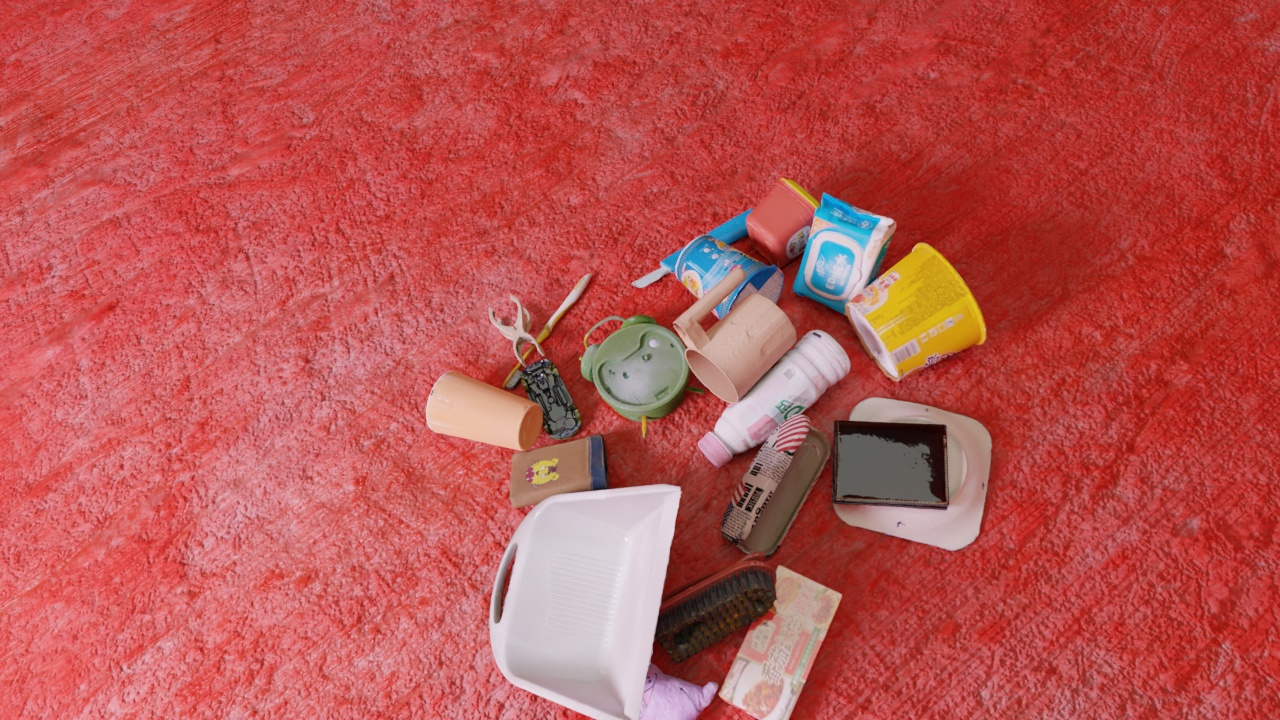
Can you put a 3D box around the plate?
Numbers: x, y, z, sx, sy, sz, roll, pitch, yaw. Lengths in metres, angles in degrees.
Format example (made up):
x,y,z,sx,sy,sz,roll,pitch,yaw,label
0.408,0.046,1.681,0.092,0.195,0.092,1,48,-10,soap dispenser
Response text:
x,y,z,sx,sy,sz,roll,pitch,yaw,label
0.305,0.118,1.025,0.164,0.034,0.163,11,66,15,plate

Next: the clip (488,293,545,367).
x,y,z,sx,sy,sz,roll,pitch,yaw,label
-0.145,-0.046,1.165,0.082,0.035,0.104,-46,54,-9,clip

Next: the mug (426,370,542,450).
x,y,z,sx,sy,sz,roll,pitch,yaw,label
-0.183,0.065,1.097,0.123,0.078,0.078,15,67,20,mug

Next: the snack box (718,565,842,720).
x,y,z,sx,sy,sz,roll,pitch,yaw,label
0.147,0.300,0.963,0.075,0.025,0.152,23,70,18,snack box

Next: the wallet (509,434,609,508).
x,y,z,sx,sy,sz,roll,pitch,yaw,label
-0.095,0.128,1.071,0.115,0.033,0.090,-13,36,4,wallet

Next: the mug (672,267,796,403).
x,y,z,sx,sy,sz,roll,pitch,yaw,label
0.105,-0.030,1.045,0.103,0.124,0.084,-43,27,-15,mug

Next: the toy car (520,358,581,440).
x,y,z,sx,sy,sz,roll,pitch,yaw,label
-0.109,0.049,1.126,0.048,0.032,0.105,-27,74,-4,toy car

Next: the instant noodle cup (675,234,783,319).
x,y,z,sx,sy,sz,roll,pitch,yaw,label
0.105,-0.100,1.138,0.099,0.099,0.110,-42,56,-13,instant noodle cup

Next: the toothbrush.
x,y,z,sx,sy,sz,roll,pitch,yaw,label
-0.116,-0.038,1.180,0.018,0.016,0.191,33,73,10,toothbrush

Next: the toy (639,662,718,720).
x,y,z,sx,sy,sz,roll,pitch,yaw,label
0.017,0.353,0.950,0.108,0.039,0.083,19,77,16,toy

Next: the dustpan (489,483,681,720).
x,y,z,sx,sy,sz,roll,pitch,yaw,label
-0.074,0.235,0.932,0.142,0.258,0.222,14,72,-7,dustpan

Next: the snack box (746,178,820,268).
x,y,z,sx,sy,sz,roll,pitch,yaw,label
0.180,-0.171,1.159,0.080,0.091,0.082,-40,63,-4,snack box

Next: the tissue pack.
x,y,z,sx,sy,sz,roll,pitch,yaw,label
0.243,-0.125,1.104,0.090,0.140,0.063,26,40,19,tissue pack

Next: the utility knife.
x,y,z,sx,sy,sz,roll,pitch,yaw,label
0.073,-0.143,1.200,0.191,0.018,0.034,-29,51,-6,utility knife

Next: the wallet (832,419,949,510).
x,y,z,sx,sy,sz,roll,pitch,yaw,label
0.273,0.113,1.003,0.122,0.020,0.096,2,69,9,wallet

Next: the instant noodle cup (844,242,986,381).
x,y,z,sx,sy,sz,roll,pitch,yaw,label
0.311,-0.049,1.058,0.110,0.138,0.138,-32,63,2,instant noodle cup

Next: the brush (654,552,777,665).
x,y,z,sx,sy,sz,roll,pitch,yaw,label
0.077,0.253,0.968,0.146,0.063,0.069,-31,26,7,brush

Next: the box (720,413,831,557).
x,y,z,sx,sy,sz,roll,pitch,yaw,label
0.145,0.133,1.008,0.076,0.088,0.162,30,82,24,box

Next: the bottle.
x,y,z,sx,sy,sz,roll,pitch,yaw,label
0.152,0.047,1.066,0.196,0.068,0.068,-39,64,-9,bottle

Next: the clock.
x,y,z,sx,sy,sz,roll,pitch,yaw,label
-0.007,0.007,1.117,0.116,0.056,0.161,-36,64,-10,clock
